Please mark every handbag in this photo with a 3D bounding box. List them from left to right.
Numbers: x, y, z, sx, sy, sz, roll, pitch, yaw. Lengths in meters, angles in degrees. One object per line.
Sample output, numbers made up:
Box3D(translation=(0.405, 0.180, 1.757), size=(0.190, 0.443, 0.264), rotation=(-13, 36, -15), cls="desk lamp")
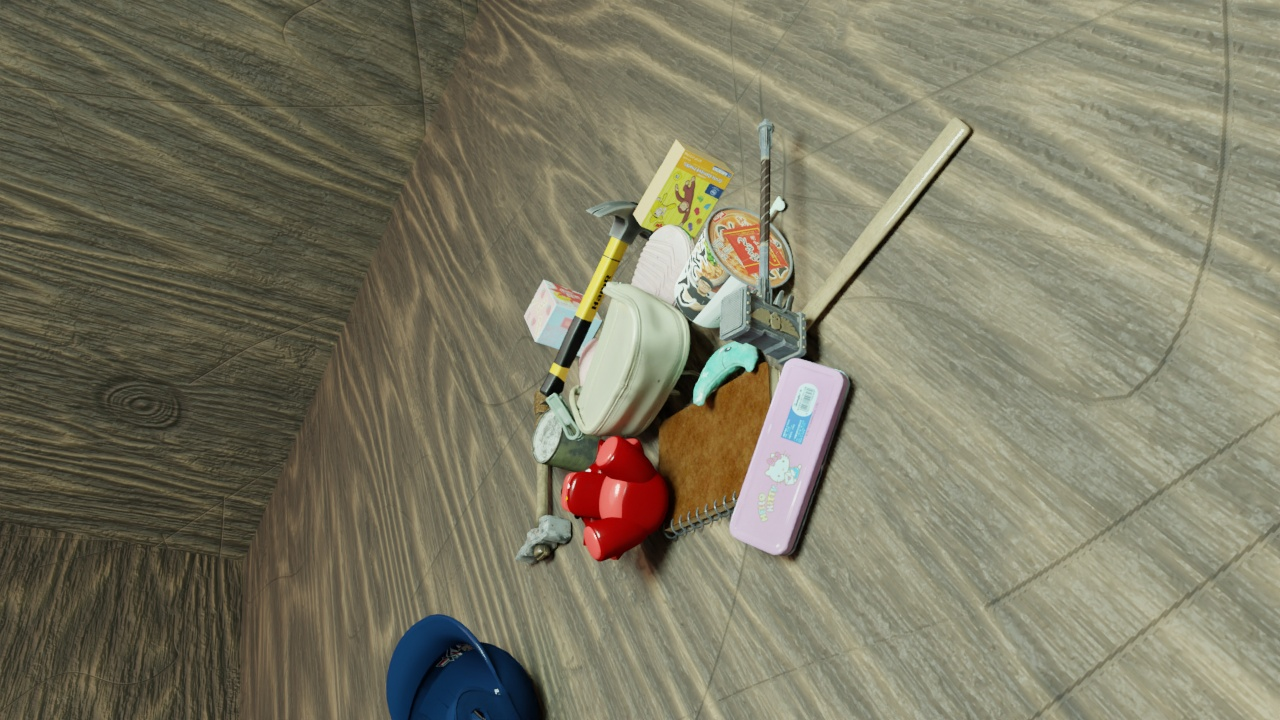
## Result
Box3D(translation=(-0.008, 0.007, 1.260), size=(0.184, 0.131, 0.230), rotation=(57, 133, 50), cls="handbag")

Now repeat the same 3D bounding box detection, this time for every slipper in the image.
Box3D(translation=(0.027, -0.076, 1.311), size=(0.094, 0.064, 0.240), rotation=(41, 117, 36), cls="slipper")

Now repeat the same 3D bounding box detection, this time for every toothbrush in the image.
Box3D(translation=(0.144, -0.153, 1.222), size=(0.155, 0.015, 0.022), rotation=(-54, 33, 28), cls="toothbrush")

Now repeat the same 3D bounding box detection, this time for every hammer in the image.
Box3D(translation=(-0.163, 0.180, 1.524), size=(0.122, 0.049, 0.318), rotation=(-45, 37, 42), cls="hammer")
Box3D(translation=(-0.076, -0.092, 1.392), size=(0.034, 0.169, 0.324), rotation=(29, 98, 30), cls="hammer")
Box3D(translation=(0.147, -0.158, 1.087), size=(0.044, 0.098, 0.321), rotation=(-28, 49, 48), cls="hammer")
Box3D(translation=(0.247, -0.127, 1.024), size=(0.332, 0.030, 0.119), rotation=(-56, 33, 27), cls="hammer")

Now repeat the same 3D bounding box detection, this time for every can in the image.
Box3D(translation=(-0.116, 0.126, 1.441), size=(0.090, 0.074, 0.089), rotation=(-34, 47, 45), cls="can")

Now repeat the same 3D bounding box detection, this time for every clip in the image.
Box3D(translation=(-0.107, 0.082, 1.311), size=(0.023, 0.044, 0.076), rotation=(-37, 73, 11), cls="clip")

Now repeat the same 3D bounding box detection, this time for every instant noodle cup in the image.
Box3D(translation=(0.108, -0.109, 1.168), size=(0.122, 0.123, 0.123), rotation=(131, 145, -49), cls="instant noodle cup")

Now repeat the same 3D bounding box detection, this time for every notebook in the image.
Box3D(translation=(0.095, 0.118, 1.147), size=(0.226, 0.024, 0.167), rotation=(-35, 45, 47), cls="notebook")

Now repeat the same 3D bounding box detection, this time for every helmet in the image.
Box3D(translation=(-0.262, 0.499, 1.320), size=(0.233, 0.222, 0.272), rotation=(-34, 75, 27), cls="helmet")

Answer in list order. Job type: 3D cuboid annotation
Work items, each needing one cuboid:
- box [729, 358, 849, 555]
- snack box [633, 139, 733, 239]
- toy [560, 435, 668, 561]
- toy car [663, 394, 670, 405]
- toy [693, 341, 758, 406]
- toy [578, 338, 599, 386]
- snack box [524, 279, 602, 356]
Box3D(translation=(0.163, 0.106, 1.004), size=(0.076, 0.033, 0.214), rotation=(19, 91, 30), cls="box")
Box3D(translation=(0.061, -0.242, 1.333), size=(0.126, 0.088, 0.040), rotation=(-58, 32, 23), cls="snack box")
Box3D(translation=(-0.043, 0.180, 1.214), size=(0.197, 0.120, 0.158), rotation=(170, 107, -70), cls="toy")
Box3D(translation=(0.007, 0.048, 1.324), size=(0.106, 0.033, 0.048), rotation=(-31, 47, 48), cls="toy car")
Box3D(translation=(0.108, 0.008, 1.155), size=(0.105, 0.033, 0.084), rotation=(-37, 21, 32), cls="toy")
Box3D(translation=(-0.053, 0.006, 1.430), size=(0.105, 0.053, 0.108), rotation=(-27, 49, 37), cls="toy")
Box3D(translation=(-0.132, -0.072, 1.557), size=(0.080, 0.093, 0.094), rotation=(-60, 31, 19), cls="snack box")
